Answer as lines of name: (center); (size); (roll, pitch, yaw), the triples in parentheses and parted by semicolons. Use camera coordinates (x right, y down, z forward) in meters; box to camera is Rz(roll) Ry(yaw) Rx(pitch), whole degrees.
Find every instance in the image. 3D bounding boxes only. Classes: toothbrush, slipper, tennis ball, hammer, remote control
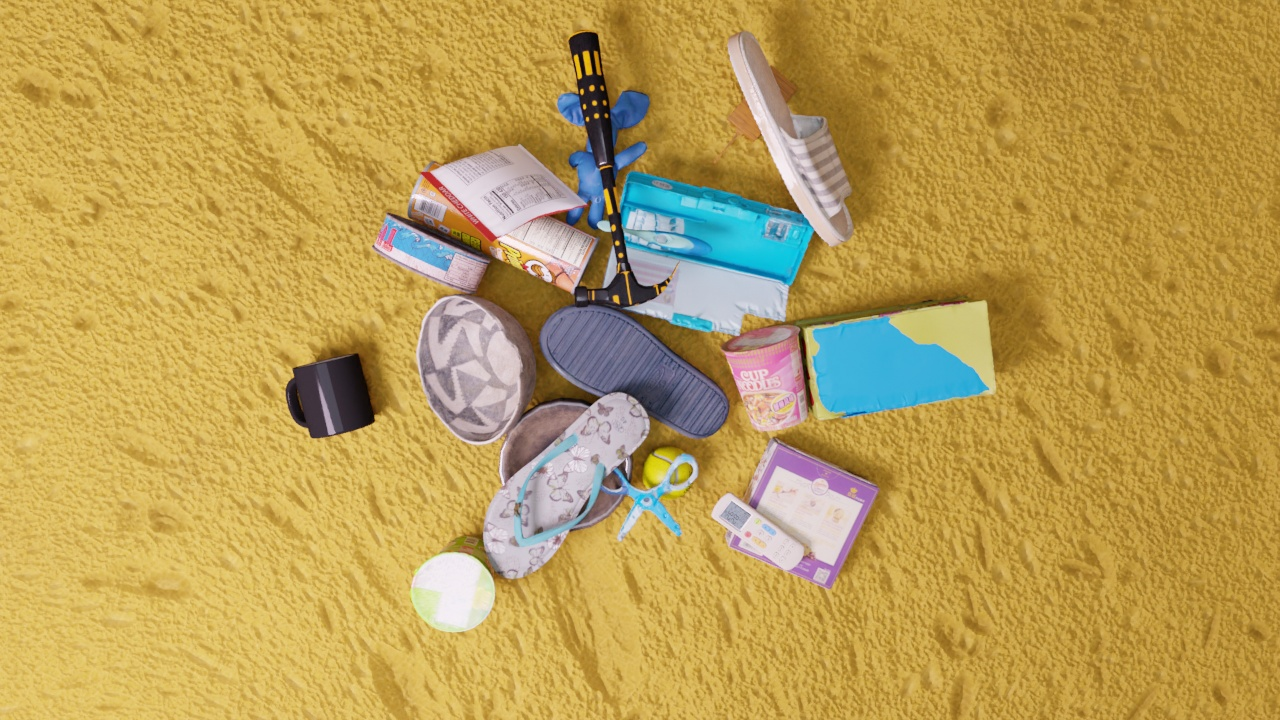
toothbrush: (0.016, -0.141, 1.053); (0.135, 0.017, 0.022); (13, 97, -4)
slipper: (0.182, -0.258, 1.060); (0.054, 0.114, 0.272); (-23, 108, 35)
slipper: (-0.007, 0.007, 1.118); (0.263, 0.082, 0.101); (30, 96, -24)
tennis ball: (0.035, 0.139, 1.135); (0.065, 0.065, 0.065); (0, 97, -1)
slipper: (-0.097, 0.144, 1.064); (0.098, 0.054, 0.269); (40, 97, 2)
hammer: (-0.036, -0.217, 1.033); (0.123, 0.036, 0.320); (-8, 85, -9)
remote control: (0.145, 0.210, 1.127); (0.125, 0.018, 0.038); (36, 95, -3)

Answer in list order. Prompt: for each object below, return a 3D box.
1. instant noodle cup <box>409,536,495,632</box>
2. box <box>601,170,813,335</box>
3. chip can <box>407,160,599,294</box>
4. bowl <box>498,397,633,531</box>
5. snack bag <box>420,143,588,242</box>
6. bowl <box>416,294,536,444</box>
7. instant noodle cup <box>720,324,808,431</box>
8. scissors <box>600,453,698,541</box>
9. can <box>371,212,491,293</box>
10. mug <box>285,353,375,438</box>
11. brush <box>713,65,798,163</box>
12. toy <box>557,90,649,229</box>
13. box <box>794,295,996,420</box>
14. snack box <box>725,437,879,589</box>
instant noodle cup: (-0.220, 0.265, 1.125); (0.099, 0.108, 0.099); (0, 97, -1)
box: (0.077, -0.122, 1.100); (0.227, 0.086, 0.169); (13, 98, -2)
chip can: (-0.162, -0.157, 1.092); (0.215, 0.075, 0.075); (25, 96, -3)
bowl: (-0.090, 0.123, 1.129); (0.162, 0.070, 0.162); (0, 97, -1)
snack bag: (-0.153, -0.197, 1.048); (0.131, 0.143, 0.039); (44, 139, 22)
bowl: (-0.182, 0.006, 1.095); (0.179, 0.081, 0.178); (10, 106, 37)
instant noodle cup: (0.157, 0.023, 1.114); (0.098, 0.097, 0.108); (-15, 103, 1)
scissors: (0.004, 0.155, 1.092); (0.139, 0.011, 0.134); (34, 97, -5)
can: (-0.242, -0.125, 1.067); (0.130, 0.130, 0.044); (25, 95, -4)
mug: (-0.386, 0.045, 1.120); (0.114, 0.078, 0.088); (-9, 97, 27)
brush: (0.132, -0.292, 1.109); (0.048, 0.017, 0.126); (39, 95, -5)
toy: (-0.056, -0.244, 1.090); (0.112, 0.071, 0.176); (12, 96, -13)
box: (0.305, -0.004, 1.117); (0.221, 0.082, 0.124); (-10, 97, 3)
snack box: (0.202, 0.192, 1.155); (0.143, 0.040, 0.148); (24, 96, -3)
